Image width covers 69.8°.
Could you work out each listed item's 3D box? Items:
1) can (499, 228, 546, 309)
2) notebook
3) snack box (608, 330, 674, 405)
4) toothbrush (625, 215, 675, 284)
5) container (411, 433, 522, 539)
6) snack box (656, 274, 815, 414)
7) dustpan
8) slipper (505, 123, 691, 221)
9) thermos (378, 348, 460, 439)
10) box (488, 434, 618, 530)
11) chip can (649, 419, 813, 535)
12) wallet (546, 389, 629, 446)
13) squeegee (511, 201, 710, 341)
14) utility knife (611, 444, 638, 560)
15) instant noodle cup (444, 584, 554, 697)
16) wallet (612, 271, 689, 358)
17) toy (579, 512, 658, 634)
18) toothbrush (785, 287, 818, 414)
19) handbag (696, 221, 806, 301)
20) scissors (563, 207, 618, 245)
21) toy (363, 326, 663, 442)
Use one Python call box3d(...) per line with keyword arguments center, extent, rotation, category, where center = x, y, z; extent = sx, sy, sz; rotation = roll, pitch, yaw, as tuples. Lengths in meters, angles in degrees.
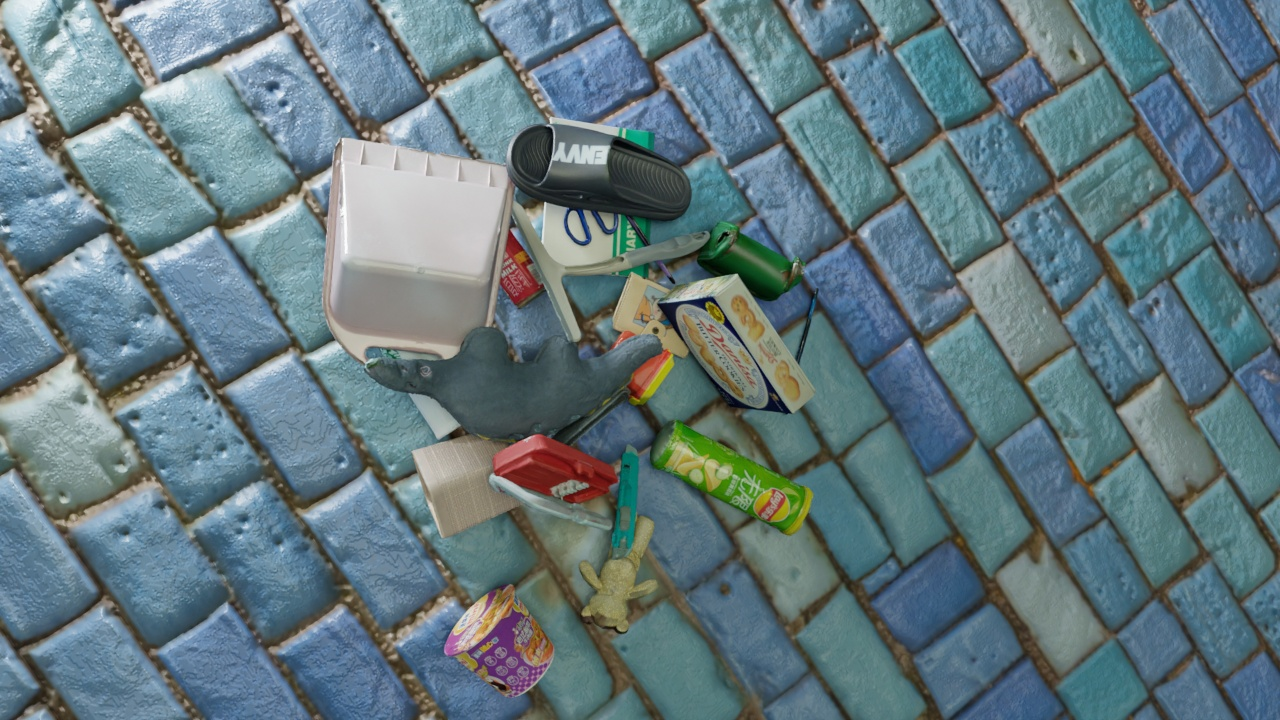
box3d(center=(-0.176, -0.135, 1.191), extent=(0.053, 0.053, 0.133), rotation=(-37, 93, -14), category="can")
box3d(center=(-0.056, -0.220, 1.251), extent=(0.150, 0.012, 0.209), rotation=(4, 83, -14), category="notebook")
box3d(center=(-0.007, 0.007, 1.200), extent=(0.080, 0.091, 0.082), rotation=(37, 77, 0), category="snack box")
box3d(center=(-0.005, -0.183, 1.247), extent=(0.016, 0.014, 0.189), rotation=(-37, 94, -29), category="toothbrush")
box3d(center=(-0.209, 0.146, 1.126), extent=(0.110, 0.090, 0.090), rotation=(-19, 126, -18), category="container")
box3d(center=(0.117, -0.019, 1.168), extent=(0.045, 0.183, 0.178), rotation=(-39, 103, -16), category="snack box")
box3d(center=(-0.280, -0.124, 1.127), extent=(0.222, 0.139, 0.272), rotation=(9, 51, -13), category="dustpan")
box3d(center=(-0.040, -0.254, 1.193), extent=(0.267, 0.083, 0.110), rotation=(9, 71, -25), category="slipper")
box3d(center=(-0.288, -0.010, 1.145), extent=(0.073, 0.073, 0.224), rotation=(-34, 92, -14), category="thermos")
box3d(center=(-0.097, 0.164, 1.104), extent=(0.095, 0.201, 0.091), rotation=(-26, 63, 16), category="box")
box3d(center=(0.118, 0.154, 1.221), extent=(0.221, 0.073, 0.072), rotation=(28, 78, -9), category="chip can")
box3d(center=(-0.076, 0.075, 1.170), extent=(0.120, 0.097, 0.019), rotation=(-40, 104, -14), category="wallet")
box3d(center=(-0.023, -0.133, 1.191), extent=(0.246, 0.039, 0.246), rotation=(-14, 57, -21), category="squeegee")
box3d(center=(-0.019, 0.182, 1.190), extent=(0.029, 0.013, 0.161), rotation=(10, 59, -9), category="utility knife")
box3d(center=(-0.166, 0.348, 1.120), extent=(0.111, 0.112, 0.099), rotation=(-42, 103, -14), category="instant noodle cup")
box3d(center=(0.023, -0.058, 1.245), extent=(0.115, 0.024, 0.087), rotation=(24, 77, -17), category="wallet")
box3d(center=(-0.027, 0.269, 1.184), extent=(0.105, 0.066, 0.157), rotation=(19, 74, -2), category="toy")
box3d(center=(0.225, -0.015, 1.295), extent=(0.016, 0.014, 0.189), rotation=(13, 80, 12), category="toothbrush")
box3d(center=(0.151, -0.136, 1.235), extent=(0.131, 0.120, 0.068), rotation=(28, 84, -11), category="handbag")
box3d(center=(-0.098, -0.232, 1.229), extent=(0.173, 0.012, 0.128), rotation=(38, 77, -6), category="scissors")
box3d(center=(-0.147, 0.031, 1.101), extent=(0.355, 0.091, 0.138), rotation=(-2, 118, -20), category="toy")
